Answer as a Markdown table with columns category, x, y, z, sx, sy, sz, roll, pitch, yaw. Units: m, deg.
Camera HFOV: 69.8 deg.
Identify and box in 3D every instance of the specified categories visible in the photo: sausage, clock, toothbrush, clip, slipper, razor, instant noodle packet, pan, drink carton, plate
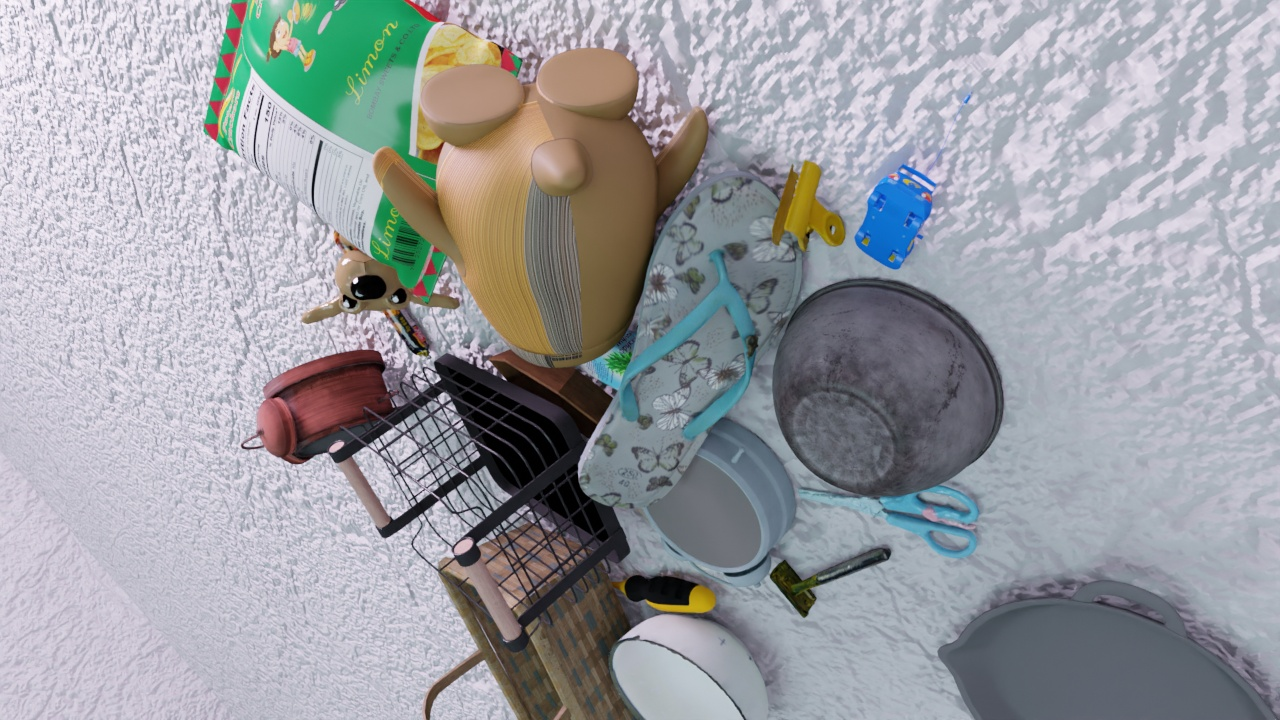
| category | x | y | z | sx | sy | sz | roll | pitch | yaw |
| --- | --- | --- | --- | --- | --- | --- | --- | --- | --- |
| sausage | -0.243 | -0.064 | 0.860 | 0.020 | 0.020 | 0.155 | -23 | 104 | 48 |
| clock | -0.316 | 0.050 | 0.904 | 0.121 | 0.157 | 0.072 | 124 | 125 | -75 |
| toothbrush | -0.003 | 0.212 | 0.855 | 0.197 | 0.031 | 0.031 | -7 | 130 | 49 |
| clip | 0.102 | -0.083 | 0.529 | 0.039 | 0.052 | 0.047 | -7 | 145 | 43 |
| slipper | 0.034 | 0.010 | 0.594 | 0.098 | 0.054 | 0.269 | 10 | 125 | -17 |
| razor | 0.146 | 0.159 | 0.687 | 0.042 | 0.026 | 0.106 | 52 | 135 | 0 |
| instant noodle packet | -0.216 | -0.190 | 0.670 | 0.253 | 0.090 | 0.196 | 36 | 119 | 14 |
| pan | 0.312 | 0.276 | 0.625 | 0.217 | 0.024 | 0.355 | 15 | 128 | 33 |
| clock | 0.056 | 0.114 | 0.713 | 0.123 | 0.045 | 0.159 | 18 | 129 | 32 |
| drink carton | -0.004 | 0.004 | 0.683 | 0.129 | 0.044 | 0.039 | 28 | 135 | 20 |
| plate | -0.060 | 0.026 | 0.726 | 0.131 | 0.025 | 0.131 | 33 | 168 | 8 |

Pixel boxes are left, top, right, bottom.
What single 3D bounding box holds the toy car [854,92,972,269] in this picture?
| category | x | y | z | sx | sy | sz | roll | pitch | yaw |
| --- | --- | --- | --- | --- | --- | --- | --- | --- | --- |
| toy car | 0.150 | -0.095 | 0.497 | 0.033 | 0.061 | 0.092 | 36 | 167 | 14 |

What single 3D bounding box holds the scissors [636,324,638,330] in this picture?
| category | x | y | z | sx | sy | sz | roll | pitch | yaw |
| --- | --- | --- | --- | --- | --- | --- | --- | --- | --- |
| scissors | 0.021 | -0.037 | 0.625 | 0.130 | 0.019 | 0.137 | -19 | 90 | 37 |

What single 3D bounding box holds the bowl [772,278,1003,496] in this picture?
| category | x | y | z | sx | sy | sz | roll | pitch | yaw |
| --- | --- | --- | --- | --- | --- | --- | --- | --- | --- |
| bowl | 0.136 | 0.029 | 0.560 | 0.145 | 0.067 | 0.145 | 23 | 133 | 27 |

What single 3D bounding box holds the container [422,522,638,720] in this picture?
| category | x | y | z | sx | sy | sz | roll | pitch | yaw |
| --- | --- | --- | --- | --- | --- | --- | --- | --- | --- |
| container | -0.109 | 0.301 | 0.873 | 0.158 | 0.185 | 0.250 | 12 | 130 | 46 |

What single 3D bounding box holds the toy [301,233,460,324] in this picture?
| category | x | y | z | sx | sy | sz | roll | pitch | yaw |
| --- | --- | --- | --- | --- | --- | --- | --- | --- | --- |
| toy | -0.226 | -0.087 | 0.770 | 0.105 | 0.134 | 0.108 | -125 | 30 | -74 |

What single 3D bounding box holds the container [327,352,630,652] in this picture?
| category | x | y | z | sx | sy | sz | roll | pitch | yaw |
| --- | --- | --- | --- | --- | --- | --- | --- | --- | --- |
| container | -0.139 | 0.114 | 0.774 | 0.242 | 0.130 | 0.163 | 21 | 140 | 47 |

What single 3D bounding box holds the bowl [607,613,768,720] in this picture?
| category | x | y | z | sx | sy | sz | roll | pitch | yaw |
| --- | --- | --- | --- | --- | --- | --- | --- | --- | --- |
| bowl | 0.052 | 0.287 | 0.826 | 0.153 | 0.072 | 0.154 | 24 | 134 | 27 |

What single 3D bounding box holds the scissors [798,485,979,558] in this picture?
| category | x | y | z | sx | sy | sz | roll | pitch | yaw |
| --- | --- | --- | --- | --- | --- | --- | --- | --- | --- |
| scissors | 0.168 | 0.104 | 0.636 | 0.139 | 0.015 | 0.063 | 6 | 128 | 46 |

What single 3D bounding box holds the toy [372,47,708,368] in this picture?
| category | x | y | z | sx | sy | sz | roll | pitch | yaw |
| --- | --- | --- | --- | --- | --- | --- | --- | --- | --- |
| toy | -0.057 | -0.085 | 0.599 | 0.204 | 0.198 | 0.162 | 88 | 168 | -49 |

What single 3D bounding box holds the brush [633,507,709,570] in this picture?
| category | x | y | z | sx | sy | sz | roll | pitch | yaw |
| --- | --- | --- | --- | --- | --- | --- | --- | --- | --- |
| brush | -0.020 | 0.108 | 0.801 | 0.217 | 0.012 | 0.033 | 41 | 139 | 7 |
